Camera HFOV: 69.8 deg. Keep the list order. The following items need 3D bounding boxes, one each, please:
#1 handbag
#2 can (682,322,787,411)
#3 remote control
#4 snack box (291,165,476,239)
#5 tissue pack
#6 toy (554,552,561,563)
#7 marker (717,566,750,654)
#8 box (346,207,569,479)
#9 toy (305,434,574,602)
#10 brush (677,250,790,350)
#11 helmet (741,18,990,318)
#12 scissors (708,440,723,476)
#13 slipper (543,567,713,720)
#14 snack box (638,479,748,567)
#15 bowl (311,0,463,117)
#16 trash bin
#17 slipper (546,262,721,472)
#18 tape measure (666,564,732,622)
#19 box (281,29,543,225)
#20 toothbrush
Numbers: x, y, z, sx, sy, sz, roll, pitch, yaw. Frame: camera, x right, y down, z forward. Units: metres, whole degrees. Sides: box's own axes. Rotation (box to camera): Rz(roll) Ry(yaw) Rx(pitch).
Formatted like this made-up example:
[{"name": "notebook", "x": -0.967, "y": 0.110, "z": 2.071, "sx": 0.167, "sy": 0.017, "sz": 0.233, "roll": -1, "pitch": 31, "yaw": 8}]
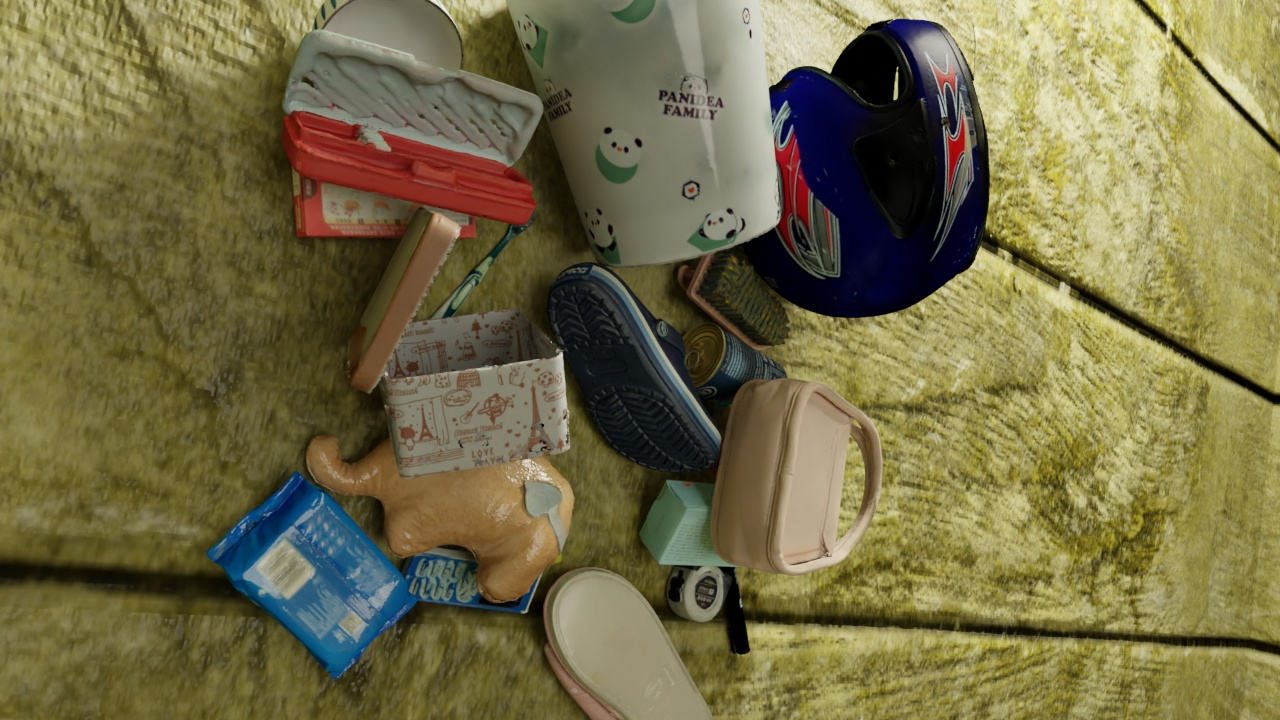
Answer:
[{"name": "handbag", "x": 0.185, "y": 0.127, "z": 0.956, "sx": 0.233, "sy": 0.093, "sz": 0.193, "roll": 15, "pitch": 83, "yaw": -42}, {"name": "can", "x": 0.098, "y": 0.015, "z": 0.993, "sx": 0.111, "sy": 0.075, "sz": 0.075, "roll": 28, "pitch": 74, "yaw": -36}, {"name": "remote control", "x": -0.149, "y": 0.193, "z": 0.814, "sx": 0.124, "sy": 0.024, "sz": 0.049, "roll": 16, "pitch": 106, "yaw": -27}, {"name": "snack box", "x": -0.212, "y": -0.140, "z": 0.771, "sx": 0.152, "sy": 0.025, "sz": 0.075, "roll": -6, "pitch": 95, "yaw": -39}, {"name": "tissue pack", "x": -0.255, "y": 0.171, "z": 0.728, "sx": 0.094, "sy": 0.052, "sz": 0.157, "roll": -47, "pitch": 118, "yaw": -26}, {"name": "toy", "x": -0.113, "y": 0.156, "z": 0.855, "sx": 0.096, "sy": 0.031, "sz": 0.100, "roll": 9, "pitch": 83, "yaw": -34}, {"name": "marker", "x": 0.104, "y": 0.271, "z": 1.041, "sx": 0.022, "sy": 0.020, "sz": 0.132, "roll": -13, "pitch": 102, "yaw": -8}, {"name": "box", "x": -0.152, "y": -0.032, "z": 0.704, "sx": 0.154, "sy": 0.183, "sz": 0.185, "roll": -7, "pitch": 107, "yaw": -18}, {"name": "toy", "x": -0.164, "y": 0.105, "z": 0.779, "sx": 0.226, "sy": 0.083, "sz": 0.143, "roll": 28, "pitch": 55, "yaw": -7}, {"name": "brush", "x": 0.105, "y": -0.060, "z": 0.999, "sx": 0.145, "sy": 0.073, "sz": 0.063, "roll": 38, "pitch": 68, "yaw": -38}, {"name": "helmet", "x": 0.216, "y": -0.202, "z": 0.981, "sx": 0.240, "sy": 0.247, "sz": 0.315, "roll": -7, "pitch": 90, "yaw": -15}, {"name": "scissors", "x": 0.142, "y": 0.124, "z": 1.021, "sx": 0.225, "sy": 0.015, "sz": 0.189, "roll": 24, "pitch": 104, "yaw": -37}, {"name": "slipper", "x": -0.013, "y": 0.315, "z": 0.925, "sx": 0.114, "sy": 0.055, "sz": 0.274, "roll": -46, "pitch": 115, "yaw": -28}, {"name": "snack box", "x": 0.090, "y": 0.176, "z": 0.980, "sx": 0.174, "sy": 0.051, "sz": 0.074, "roll": 10, "pitch": 115, "yaw": -34}, {"name": "bowl", "x": -0.206, "y": -0.256, "z": 0.734, "sx": 0.116, "sy": 0.117, "sz": 0.066, "roll": 8, "pitch": 42, "yaw": -39}, {"name": "trash bin", "x": 0.016, "y": -0.233, "z": 0.838, "sx": 0.228, "sy": 0.230, "sz": 0.252, "roll": -29, "pitch": 115, "yaw": -35}, {"name": "slipper", "x": -0.005, "y": 0.005, "z": 0.902, "sx": 0.253, "sy": 0.105, "sz": 0.095, "roll": 57, "pitch": 39, "yaw": -27}, {"name": "tape measure", "x": 0.061, "y": 0.248, "z": 0.996, "sx": 0.065, "sy": 0.034, "sz": 0.065, "roll": 41, "pitch": 64, "yaw": -30}, {"name": "box", "x": -0.170, "y": -0.184, "z": 0.721, "sx": 0.201, "sy": 0.095, "sz": 0.102, "roll": 7, "pitch": 120, "yaw": -36}, {"name": "toothbrush", "x": -0.151, "y": -0.070, "z": 0.827, "sx": 0.016, "sy": 0.018, "sz": 0.191, "roll": 49, "pitch": 63, "yaw": -29}]
